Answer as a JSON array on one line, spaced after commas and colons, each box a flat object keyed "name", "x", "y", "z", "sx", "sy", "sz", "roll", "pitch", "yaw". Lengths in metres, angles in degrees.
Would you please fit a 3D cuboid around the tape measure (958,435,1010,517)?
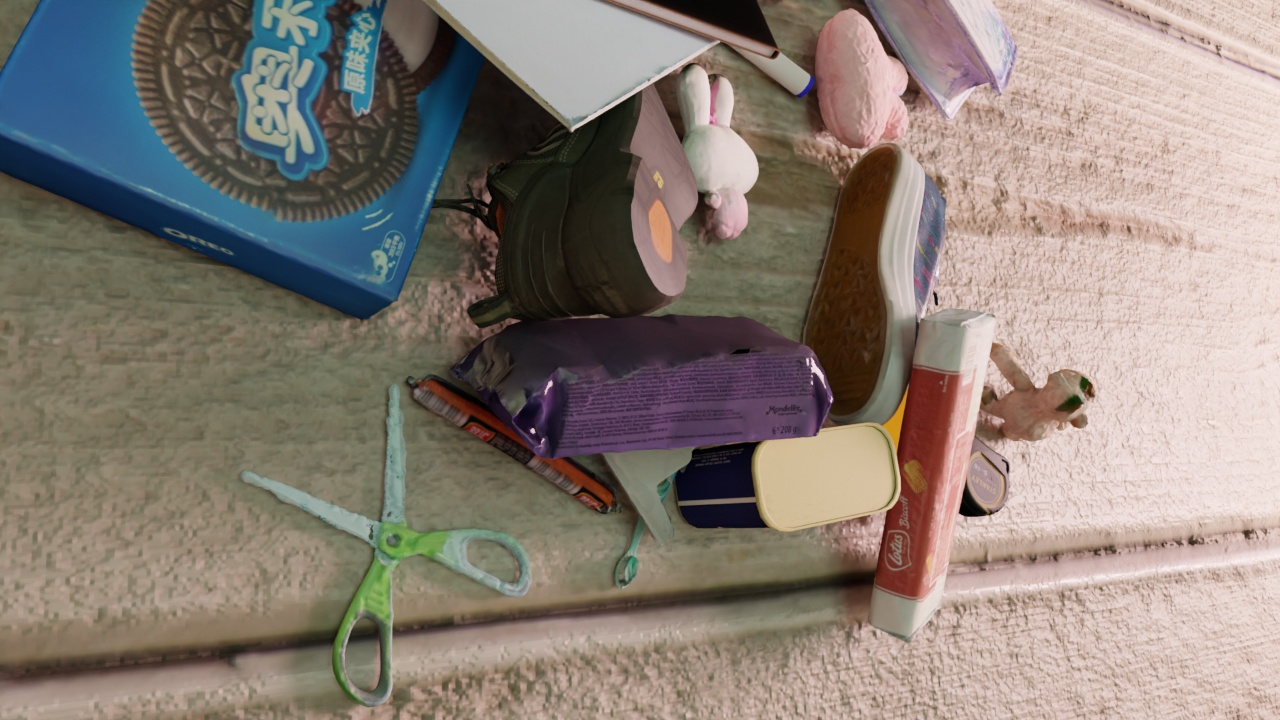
[{"name": "tape measure", "x": 0.263, "y": 0.094, "z": 0.729, "sx": 0.061, "sy": 0.034, "sz": 0.061, "roll": 34, "pitch": 63, "yaw": -21}]

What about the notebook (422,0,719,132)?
[{"name": "notebook", "x": -0.045, "y": -0.233, "z": 0.539, "sx": 0.181, "sy": 0.009, "sz": 0.252, "roll": 42, "pitch": 41, "yaw": 0}]

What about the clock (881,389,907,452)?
[{"name": "clock", "x": 0.200, "y": 0.053, "z": 0.695, "sx": 0.099, "sy": 0.044, "sz": 0.129, "roll": 36, "pitch": 72, "yaw": -21}]

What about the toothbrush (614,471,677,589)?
[{"name": "toothbrush", "x": 0.010, "y": 0.081, "z": 0.586, "sx": 0.022, "sy": 0.017, "sz": 0.135, "roll": 25, "pitch": 69, "yaw": -12}]

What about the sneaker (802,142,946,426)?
[{"name": "sneaker", "x": 0.183, "y": -0.048, "z": 0.681, "sx": 0.079, "sy": 0.088, "sz": 0.235, "roll": 27, "pitch": 61, "yaw": -26}]

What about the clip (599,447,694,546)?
[{"name": "clip", "x": 0.005, "y": 0.060, "z": 0.577, "sx": 0.055, "sy": 0.046, "sz": 0.101, "roll": -31, "pitch": 86, "yaw": -19}]

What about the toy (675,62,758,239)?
[{"name": "toy", "x": 0.052, "y": -0.145, "z": 0.640, "sx": 0.079, "sy": 0.038, "sz": 0.122, "roll": -7, "pitch": 86, "yaw": -55}]

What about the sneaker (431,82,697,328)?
[{"name": "sneaker", "x": -0.046, "y": -0.091, "z": 0.548, "sx": 0.101, "sy": 0.143, "sz": 0.237, "roll": 58, "pitch": 23, "yaw": -33}]

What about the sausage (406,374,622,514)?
[{"name": "sausage", "x": -0.070, "y": 0.050, "z": 0.542, "sx": 0.155, "sy": 0.020, "sz": 0.020, "roll": 35, "pitch": 65, "yaw": -22}]

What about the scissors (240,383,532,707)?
[{"name": "scissors", "x": -0.132, "y": 0.098, "z": 0.502, "sx": 0.172, "sy": 0.023, "sz": 0.171, "roll": 6, "pitch": 80, "yaw": -25}]

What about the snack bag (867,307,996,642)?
[{"name": "snack bag", "x": 0.201, "y": 0.077, "z": 0.633, "sx": 0.077, "sy": 0.041, "sz": 0.225, "roll": -14, "pitch": 116, "yaw": -54}]

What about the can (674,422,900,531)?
[{"name": "can", "x": 0.092, "y": 0.076, "z": 0.593, "sx": 0.116, "sy": 0.092, "sz": 0.056, "roll": -4, "pitch": 83, "yaw": -32}]

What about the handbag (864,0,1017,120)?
[{"name": "handbag", "x": 0.253, "y": -0.298, "z": 0.781, "sx": 0.158, "sy": 0.069, "sz": 0.126, "roll": 48, "pitch": 47, "yaw": -16}]

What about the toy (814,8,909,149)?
[{"name": "toy", "x": 0.180, "y": -0.217, "z": 0.729, "sx": 0.105, "sy": 0.053, "sz": 0.108, "roll": 6, "pitch": 77, "yaw": -42}]

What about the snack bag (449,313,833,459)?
[{"name": "snack bag", "x": 0.005, "y": 0.009, "z": 0.525, "sx": 0.205, "sy": 0.096, "sz": 0.058, "roll": -2, "pitch": 108, "yaw": -27}]

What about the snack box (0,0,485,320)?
[{"name": "snack box", "x": -0.190, "y": -0.167, "z": 0.486, "sx": 0.195, "sy": 0.056, "sz": 0.238, "roll": 24, "pitch": 69, "yaw": -27}]

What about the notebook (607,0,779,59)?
[{"name": "notebook", "x": 0.006, "y": -0.288, "z": 0.605, "sx": 0.141, "sy": 0.008, "sz": 0.208, "roll": 7, "pitch": 52, "yaw": -31}]

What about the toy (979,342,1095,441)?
[{"name": "toy", "x": 0.322, "y": 0.025, "z": 0.741, "sx": 0.074, "sy": 0.106, "sz": 0.085, "roll": -42, "pitch": 96, "yaw": -9}]

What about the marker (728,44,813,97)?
[{"name": "marker", "x": 0.072, "y": -0.243, "z": 0.683, "sx": 0.141, "sy": 0.020, "sz": 0.020, "roll": 28, "pitch": 67, "yaw": -24}]
